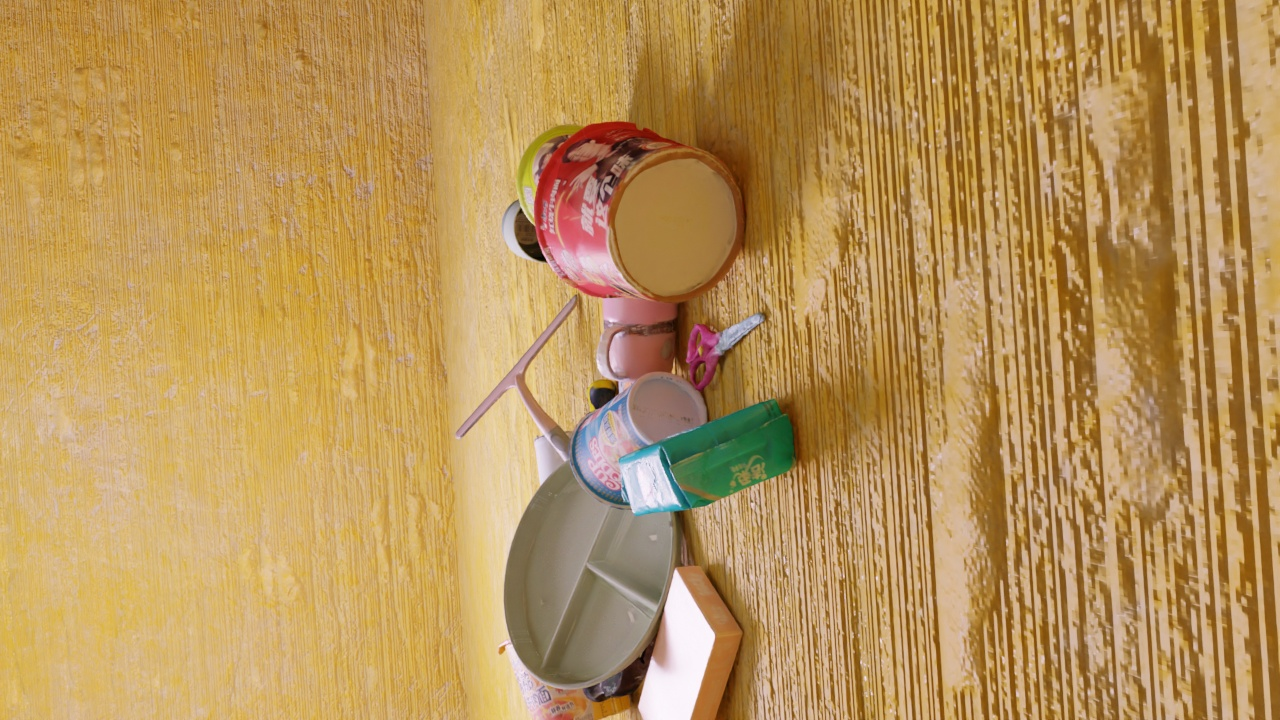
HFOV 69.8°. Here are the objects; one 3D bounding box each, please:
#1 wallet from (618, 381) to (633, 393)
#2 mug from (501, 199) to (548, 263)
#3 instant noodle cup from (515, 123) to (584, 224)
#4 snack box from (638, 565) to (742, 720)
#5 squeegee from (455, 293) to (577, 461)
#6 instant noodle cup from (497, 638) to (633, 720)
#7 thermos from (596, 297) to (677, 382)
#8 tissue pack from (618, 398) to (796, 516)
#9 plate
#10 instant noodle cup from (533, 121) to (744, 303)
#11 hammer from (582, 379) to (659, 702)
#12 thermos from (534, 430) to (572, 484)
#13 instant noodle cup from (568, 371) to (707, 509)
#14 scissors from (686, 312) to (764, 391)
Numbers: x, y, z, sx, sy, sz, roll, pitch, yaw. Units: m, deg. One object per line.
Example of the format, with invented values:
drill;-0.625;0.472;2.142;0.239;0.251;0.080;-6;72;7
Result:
wallet;-0.005;0.005;0.894;0.087;0.024;0.115;-174;82;-78
mug;-0.120;-0.154;1.151;0.112;0.082;0.106;58;169;-17
instant noodle cup;-0.045;-0.159;0.862;0.123;0.111;0.112;-143;51;-58
snack box;0.038;0.258;0.760;0.084;0.026;0.157;-127;45;-56
squeegee;-0.105;0.079;1.092;0.248;0.040;0.249;-48;56;12
instant noodle cup;-0.075;0.346;1.016;0.138;0.138;0.109;126;130;-64
thermos;-0.006;-0.080;0.777;0.067;0.087;0.199;10;103;36
tissue pack;0.042;0.070;0.633;0.050;0.093;0.134;69;161;4
plate;-0.047;0.193;0.870;0.231;0.027;0.229;-25;52;36
instant noodle cup;0.002;-0.106;0.673;0.109;0.137;0.138;-151;59;-60
hammer;-0.029;0.170;0.931;0.126;0.031;0.322;136;136;-53
thermos;-0.086;0.198;1.117;0.070;0.070;0.220;130;134;-66
instant noodle cup;0.002;0.062;0.775;0.110;0.099;0.099;129;135;-56
scissors;0.062;-0.014;0.688;0.134;0.017;0.056;145;125;-66
